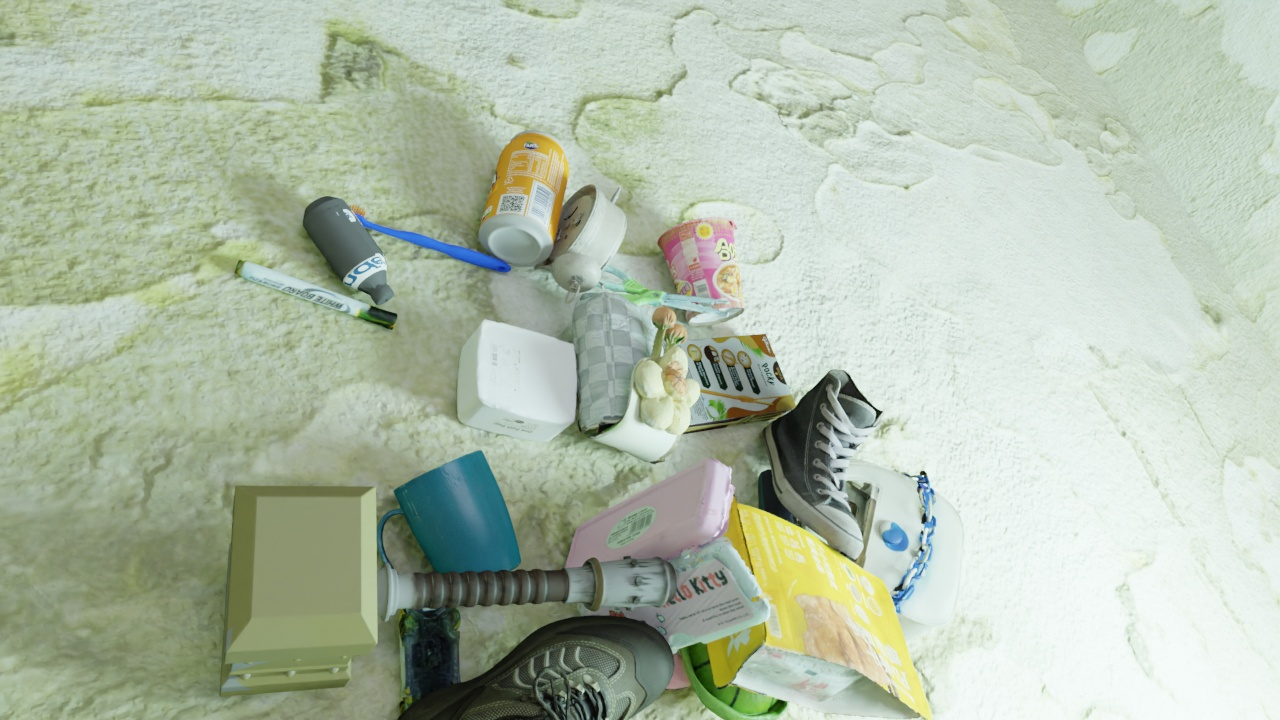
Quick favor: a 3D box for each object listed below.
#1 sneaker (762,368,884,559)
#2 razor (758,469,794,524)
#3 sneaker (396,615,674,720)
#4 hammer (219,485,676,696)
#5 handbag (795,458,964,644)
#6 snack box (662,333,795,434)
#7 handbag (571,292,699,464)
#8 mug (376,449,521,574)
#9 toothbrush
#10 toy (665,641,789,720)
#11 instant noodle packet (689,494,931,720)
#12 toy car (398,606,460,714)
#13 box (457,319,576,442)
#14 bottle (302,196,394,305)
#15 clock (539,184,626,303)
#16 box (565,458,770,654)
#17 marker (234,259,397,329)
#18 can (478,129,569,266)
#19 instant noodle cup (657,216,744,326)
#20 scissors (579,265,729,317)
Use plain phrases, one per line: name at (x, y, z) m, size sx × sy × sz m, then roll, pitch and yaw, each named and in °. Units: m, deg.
sneaker at (0.210, 0.106, 0.983) m, size 0.095 × 0.120 × 0.234 m, roll 35°, pitch 22°, yaw -15°
razor at (0.155, 0.187, 1.009) m, size 0.052 × 0.047 × 0.142 m, roll -1°, pitch 59°, yaw -10°
sneaker at (-0.061, 0.266, 0.684) m, size 0.237 × 0.143 × 0.101 m, roll -18°, pitch 97°, yaw -26°
hammer at (-0.124, 0.167, 0.669) m, size 0.324 × 0.191 × 0.100 m, roll 4°, pitch 61°, yaw -24°
handbag at (0.276, 0.207, 1.059) m, size 0.199 × 0.093 × 0.200 m, roll 30°, pitch 49°, yaw -10°
snack box at (0.090, 0.026, 1.063) m, size 0.185 × 0.032 × 0.101 m, roll -5°, pitch 67°, yaw -39°
handbag at (-0.006, 0.005, 0.935) m, size 0.112 × 0.124 × 0.171 m, roll 28°, pitch 44°, yaw -47°
mug at (-0.163, 0.146, 0.775) m, size 0.112 × 0.084 × 0.104 m, roll -25°, pitch 85°, yaw -15°
toothbrush at (-0.215, -0.122, 0.935) m, size 0.182 × 0.016 × 0.018 m, roll 17°, pitch 50°, yaw -28°
toy at (0.107, 0.281, 0.883) m, size 0.238 × 0.088 × 0.189 m, roll 16°, pitch 47°, yaw -21°
instant noodle packet at (0.163, 0.237, 0.844) m, size 0.221 × 0.084 × 0.162 m, roll 24°, pitch 31°, yaw -23°
toy car at (-0.170, 0.241, 0.735) m, size 0.048 × 0.033 × 0.105 m, roll 4°, pitch 73°, yaw -32°
box at (-0.126, 0.023, 0.900) m, size 0.107 × 0.076 × 0.102 m, roll 17°, pitch 53°, yaw -31°
bottle at (-0.270, -0.101, 0.859) m, size 0.112 × 0.047 × 0.046 m, roll 53°, pitch 46°, yaw 2°
clock at (-0.060, -0.117, 0.988) m, size 0.061 × 0.104 × 0.156 m, roll 32°, pitch 44°, yaw -27°
box at (0.009, 0.178, 0.790) m, size 0.073 × 0.202 × 0.149 m, roll 12°, pitch 57°, yaw -40°
marker at (-0.293, -0.059, 0.837) m, size 0.146 × 0.017 × 0.017 m, roll 21°, pitch 53°, yaw -25°
can at (-0.123, -0.176, 0.993) m, size 0.079 × 0.079 × 0.142 m, roll 25°, pitch 51°, yaw -23°
instant noodle cup at (0.078, -0.102, 1.097) m, size 0.097 × 0.098 × 0.108 m, roll -1°, pitch 73°, yaw -38°
scissors at (0.018, -0.064, 1.032) m, size 0.175 × 0.033 × 0.078 m, roll 9°, pitch 49°, yaw 1°
